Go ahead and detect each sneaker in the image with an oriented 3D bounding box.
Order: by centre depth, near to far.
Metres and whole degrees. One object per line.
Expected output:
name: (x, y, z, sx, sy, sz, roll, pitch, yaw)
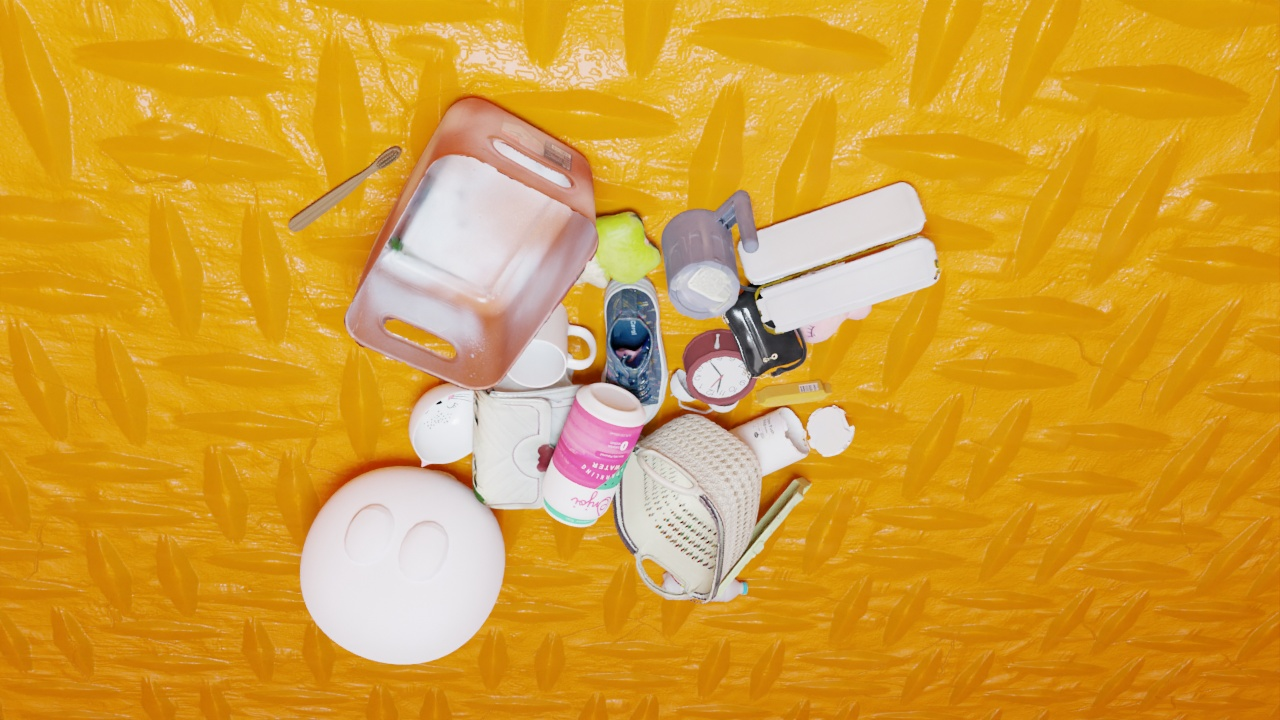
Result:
sneaker: (-0.007, 0.007, 1.142, 0.087, 0.079, 0.236, -2, 130, -2)

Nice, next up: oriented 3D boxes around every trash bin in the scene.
trash bin: (-0.177, -0.122, 0.973, 0.181, 0.157, 0.260, 25, 124, -22)

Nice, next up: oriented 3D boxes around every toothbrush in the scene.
toothbrush: (-0.325, -0.185, 1.002, 0.167, 0.016, 0.016, -28, 125, 20)

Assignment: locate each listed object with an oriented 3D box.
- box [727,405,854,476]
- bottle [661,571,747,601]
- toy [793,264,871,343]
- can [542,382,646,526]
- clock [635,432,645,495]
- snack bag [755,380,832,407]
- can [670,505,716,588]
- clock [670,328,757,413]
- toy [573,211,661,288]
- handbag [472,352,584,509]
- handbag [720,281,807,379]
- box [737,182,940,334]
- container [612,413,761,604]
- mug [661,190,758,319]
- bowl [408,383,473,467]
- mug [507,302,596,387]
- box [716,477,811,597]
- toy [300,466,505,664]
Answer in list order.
box: (0.196, 0.102, 1.234, 0.166, 0.084, 0.094, -29, 139, 28)
bottle: (0.104, 0.365, 1.478, 0.136, 0.044, 0.044, 4, 130, -6)
toy: (0.232, -0.072, 1.111, 0.105, 0.053, 0.108, -16, 130, -9)
can: (-0.059, 0.114, 1.116, 0.088, 0.088, 0.166, 15, 114, -16)
clock: (-0.028, 0.150, 1.281, 0.093, 0.054, 0.141, -21, 126, 15)
snack bag: (0.204, 0.045, 1.221, 0.099, 0.026, 0.020, -8, 130, 2)
can: (0.090, 0.277, 1.373, 0.086, 0.086, 0.117, 1, 130, -4)
clock: (0.097, 0.018, 1.178, 0.096, 0.048, 0.138, 18, 126, -17)
toy: (-0.042, -0.121, 1.055, 0.118, 0.043, 0.092, -21, 127, 17)
handbag: (-0.145, 0.095, 1.180, 0.141, 0.096, 0.199, -9, 132, -19)
handbag: (0.144, -0.037, 1.103, 0.079, 0.054, 0.128, -28, 103, -10)
box: (0.224, -0.114, 1.042, 0.210, 0.045, 0.128, -18, 94, 11)
container: (0.062, 0.191, 1.212, 0.185, 0.142, 0.252, 32, 142, 28)
mug: (0.081, -0.120, 1.023, 0.084, 0.103, 0.124, 34, 121, -27)
bowl: (-0.251, 0.073, 1.188, 0.114, 0.050, 0.115, -24, 137, -25)
mug: (-0.107, -0.021, 1.105, 0.110, 0.090, 0.074, 11, 129, -12)
box: (0.172, 0.247, 1.300, 0.030, 0.138, 0.187, 40, 102, 13)
toy: (-0.315, 0.275, 1.250, 0.263, 0.265, 0.281, 17, 158, 1)
